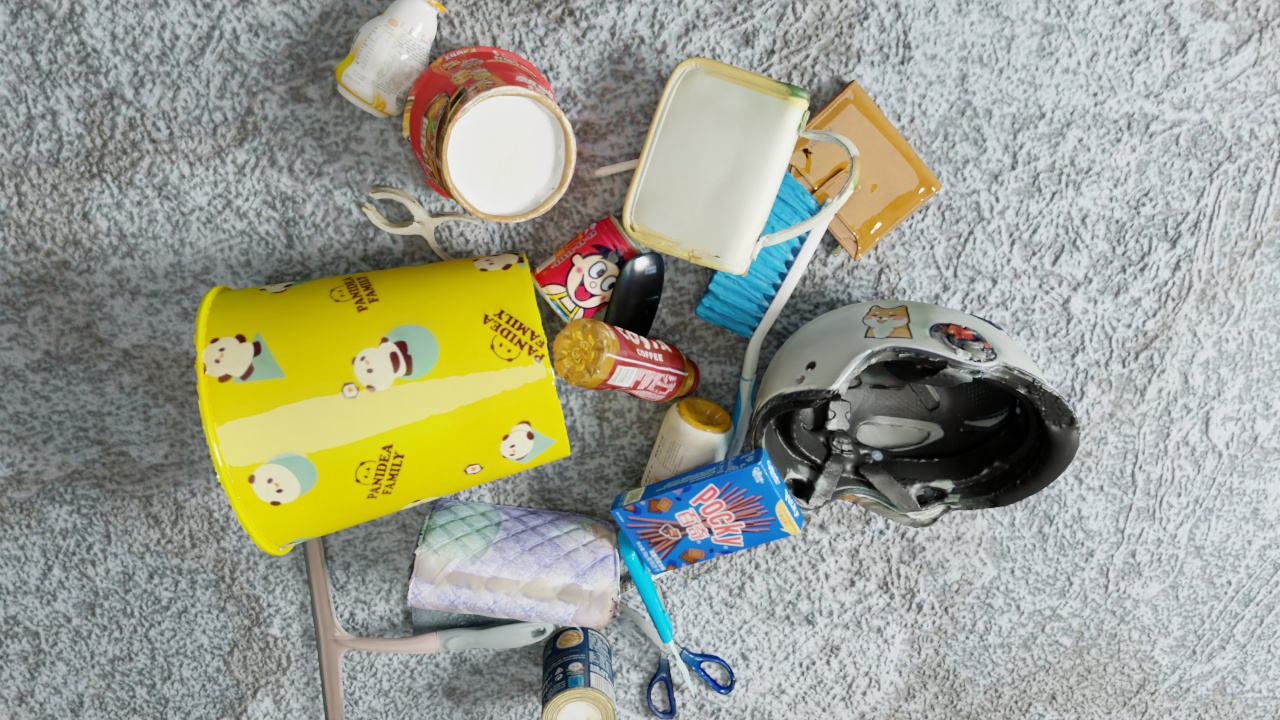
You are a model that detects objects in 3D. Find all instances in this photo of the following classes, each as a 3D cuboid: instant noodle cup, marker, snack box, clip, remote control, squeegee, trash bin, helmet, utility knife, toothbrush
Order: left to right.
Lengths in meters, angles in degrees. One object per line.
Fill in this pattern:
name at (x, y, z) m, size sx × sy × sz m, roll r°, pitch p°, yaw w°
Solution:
trash bin at (-0.204, 0.022, 0.783) m, size 0.255 × 0.229 × 0.230 m, roll -13°, pitch 108°, yaw -7°
clip at (-0.201, -0.125, 0.829) m, size 0.100 × 0.034 × 0.071 m, roll 21°, pitch 104°, yaw -19°
squeegee at (-0.214, 0.282, 0.933) m, size 0.249 × 0.040 × 0.248 m, roll -2°, pitch 104°, yaw -1°
instant noodle cup at (-0.118, -0.182, 0.758) m, size 0.137 × 0.108 × 0.138 m, roll -10°, pitch 119°, yaw -18°
marker at (-0.013, 0.236, 0.961) m, size 0.146 × 0.017 × 0.017 m, roll -28°, pitch 107°, yaw 4°
remote control at (-0.007, -0.043, 0.835) m, size 0.053 × 0.024 × 0.137 m, roll -18°, pitch 147°, yaw -28°
utility knife at (0.022, 0.266, 0.935) m, size 0.018 × 0.034 × 0.238 m, roll -18°, pitch 120°, yaw 4°
toothbrush at (0.045, -0.194, 0.835) m, size 0.180 × 0.016 × 0.016 m, roll -14°, pitch 100°, yaw -1°
snack box at (0.059, 0.140, 0.840) m, size 0.157 × 0.026 × 0.084 m, roll -22°, pitch 113°, yaw 24°
helmet at (0.234, 0.033, 0.837) m, size 0.274 × 0.156 × 0.230 m, roll -3°, pitch 136°, yaw 4°

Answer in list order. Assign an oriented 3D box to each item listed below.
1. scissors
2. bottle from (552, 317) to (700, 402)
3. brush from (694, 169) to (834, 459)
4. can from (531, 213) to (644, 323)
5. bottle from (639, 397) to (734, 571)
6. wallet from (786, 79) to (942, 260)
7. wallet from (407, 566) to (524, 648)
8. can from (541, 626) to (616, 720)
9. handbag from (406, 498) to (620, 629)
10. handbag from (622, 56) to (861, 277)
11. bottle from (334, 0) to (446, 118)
scissors at (0.038, 0.318, 0.993) m, size 0.164 × 0.012 × 0.162 m, roll 12°, pitch 106°, yaw -7°
bottle at (-0.005, 0.005, 0.821) m, size 0.058 × 0.174 × 0.057 m, roll -6°, pitch 78°, yaw 32°
brush at (0.097, -0.024, 0.870) m, size 0.109 × 0.060 × 0.315 m, roll 26°, pitch 114°, yaw -1°
can at (-0.044, -0.082, 0.835) m, size 0.094 × 0.066 × 0.066 m, roll -38°, pitch 106°, yaw 7°
bottle at (0.034, 0.126, 0.896) m, size 0.068 × 0.068 × 0.190 m, roll 14°, pitch 120°, yaw -9°
wallet at (0.193, -0.169, 0.848) m, size 0.119 × 0.035 × 0.130 m, roll -43°, pitch 103°, yaw 5°
wallet at (-0.178, 0.253, 0.954) m, size 0.121 × 0.019 × 0.097 m, roll 0°, pitch 105°, yaw -3°
can at (-0.064, 0.333, 0.938) m, size 0.075 × 0.111 × 0.075 m, roll -1°, pitch 107°, yaw -5°
handbag at (-0.118, 0.197, 0.880) m, size 0.194 × 0.134 × 0.076 m, roll 8°, pitch 105°, yaw -6°
handbag at (0.090, -0.153, 0.774) m, size 0.179 × 0.063 × 0.163 m, roll 23°, pitch 100°, yaw 20°
bottle at (-0.206, -0.260, 0.769) m, size 0.063 × 0.063 × 0.108 m, roll 34°, pitch 102°, yaw -13°
